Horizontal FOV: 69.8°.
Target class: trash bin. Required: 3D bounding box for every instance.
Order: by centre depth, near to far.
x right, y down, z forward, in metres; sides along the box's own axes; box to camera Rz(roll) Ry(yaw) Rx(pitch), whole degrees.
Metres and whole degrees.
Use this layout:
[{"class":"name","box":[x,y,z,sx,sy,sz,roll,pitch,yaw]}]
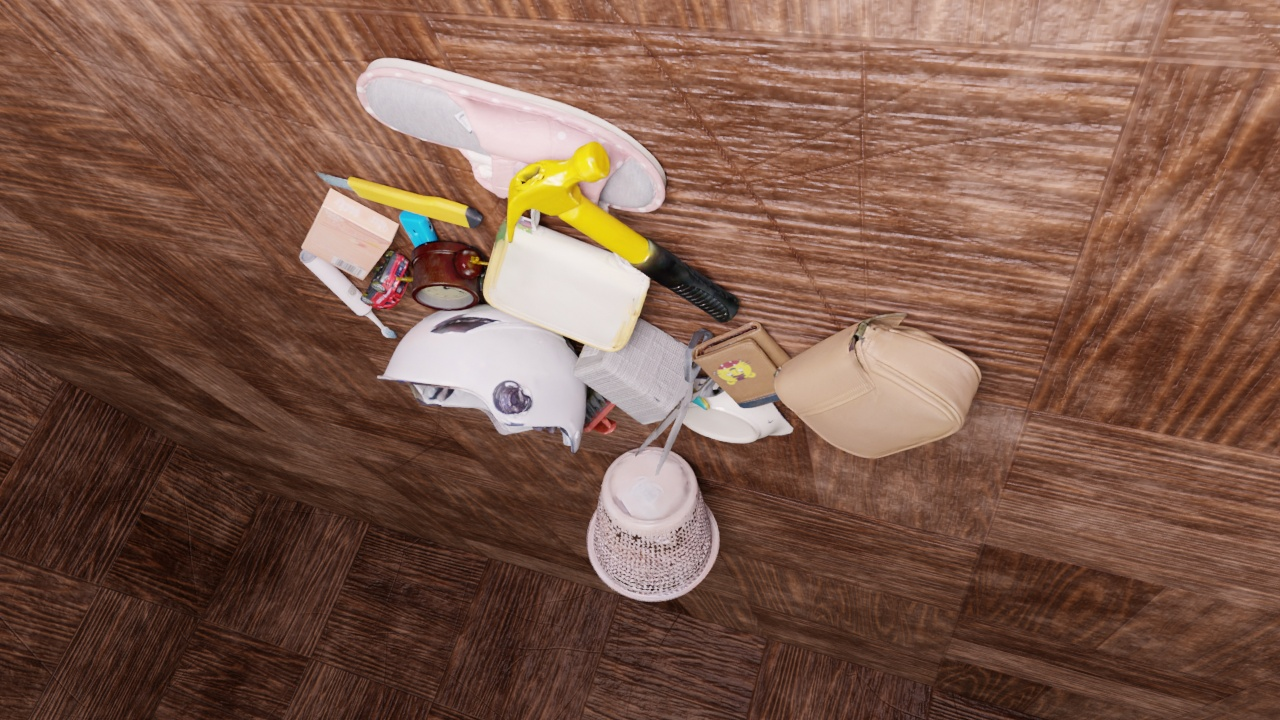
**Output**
[{"class":"trash bin","box":[0.017,0.251,1.497,0.227,0.226,0.192,14,145,13]}]

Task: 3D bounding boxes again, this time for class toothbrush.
[{"class":"toothbrush","box":[-0.395,-0.086,1.261,0.026,0.026,0.221,20,160,25]}]

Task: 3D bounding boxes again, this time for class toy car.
[{"class":"toy car","box":[-0.313,-0.096,1.140,0.045,0.052,0.121,25,160,-18]}]

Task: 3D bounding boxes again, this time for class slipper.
[{"class":"slipper","box":[-0.110,-0.178,0.776,0.274,0.054,0.114,20,157,-5]}]

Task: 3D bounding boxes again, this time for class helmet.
[{"class":"helmet","box":[-0.175,0.005,1.123,0.258,0.145,0.229,25,168,-31]}]

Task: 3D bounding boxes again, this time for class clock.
[{"class":"clock","box":[-0.206,-0.096,1.031,0.122,0.055,0.082,-6,158,17]}]

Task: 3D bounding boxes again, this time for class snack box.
[{"class":"snack box","box":[-0.345,-0.145,1.082,0.084,0.026,0.158,28,156,-21]}]

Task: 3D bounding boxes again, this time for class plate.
[{"class":"plate","box":[0.106,0.071,1.208,0.164,0.034,0.164,4,153,33]}]

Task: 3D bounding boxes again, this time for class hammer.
[{"class":"hammer","box":[-0.002,-0.098,0.828,0.129,0.032,0.300,-15,153,34]}]

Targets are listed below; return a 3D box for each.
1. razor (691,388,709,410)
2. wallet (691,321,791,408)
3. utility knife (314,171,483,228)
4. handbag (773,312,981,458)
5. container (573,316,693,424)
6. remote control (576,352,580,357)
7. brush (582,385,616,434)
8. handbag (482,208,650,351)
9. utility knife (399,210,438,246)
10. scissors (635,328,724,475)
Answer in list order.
[{"class":"razor","box":[0.032,0.031,1.161,0.133,0.028,0.043,23,152,24]},{"class":"wallet","box":[0.122,0.007,1.023,0.090,0.033,0.115,-22,137,26]},{"class":"utility knife","box":[-0.252,-0.172,0.960,0.192,0.015,0.033,16,154,8]},{"class":"handbag","box":[0.235,0.023,0.917,0.147,0.099,0.205,32,156,-10]},{"class":"container","box":[-0.006,0.006,1.080,0.114,0.090,0.090,33,154,-23]},{"class":"remote control","box":[-0.046,0.017,1.216,0.053,0.024,0.136,13,160,24]},{"class":"brush","box":[-0.089,0.058,1.267,0.146,0.063,0.069,22,152,52]},{"class":"handbag","box":[-0.066,-0.101,0.935,0.163,0.063,0.179,21,143,-4]},{"class":"utility knife","box":[-0.242,-0.126,1.056,0.034,0.018,0.162,15,159,8]},{"class":"scissors","box":[0.053,0.045,1.044,0.014,0.179,0.159,25,-154,39]}]
